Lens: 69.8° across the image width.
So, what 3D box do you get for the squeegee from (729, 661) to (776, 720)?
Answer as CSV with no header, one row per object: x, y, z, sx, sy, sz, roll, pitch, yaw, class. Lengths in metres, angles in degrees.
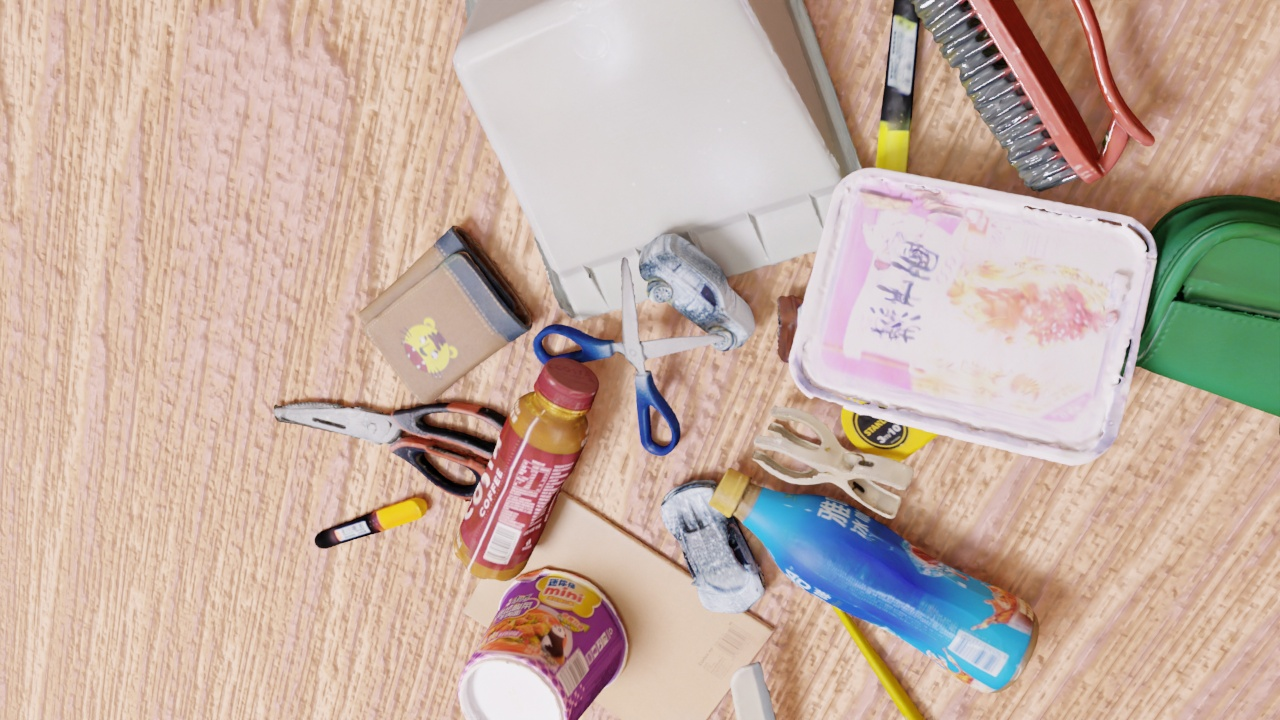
-0.002,0.332,0.724,0.247,0.039,0.247,-4,117,25,squeegee

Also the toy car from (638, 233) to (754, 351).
0.038,-0.044,0.580,0.090,0.042,0.034,38,122,-19,toy car

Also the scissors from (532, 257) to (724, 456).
-0.008,0.002,0.608,0.176,0.012,0.162,2,128,40,scissors

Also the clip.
0.124,0.066,0.595,0.101,0.034,0.076,21,147,19,clip

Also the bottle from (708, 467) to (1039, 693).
0.147,0.137,0.605,0.219,0.065,0.065,29,114,8,bottle

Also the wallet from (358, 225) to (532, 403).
-0.144,-0.031,0.665,0.115,0.033,0.090,-34,96,28,wallet

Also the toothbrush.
0.163,0.215,0.653,0.017,0.015,0.190,-33,96,29,toothbrush

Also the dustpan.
0.002,-0.187,0.575,0.223,0.142,0.258,-15,132,22,dustpan

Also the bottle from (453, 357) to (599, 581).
-0.079,0.078,0.648,0.057,0.057,0.175,31,118,7,bottle

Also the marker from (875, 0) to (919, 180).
0.150,-0.153,0.535,0.018,0.015,0.124,8,107,21,marker

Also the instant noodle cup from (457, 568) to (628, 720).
-0.077,0.229,0.680,0.112,0.099,0.112,6,109,18,instant noodle cup

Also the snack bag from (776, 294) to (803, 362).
0.138,-0.017,0.577,0.105,0.026,0.045,5,110,18,snack bag

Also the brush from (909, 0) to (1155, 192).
0.209,-0.159,0.485,0.069,0.063,0.146,-29,98,38,brush

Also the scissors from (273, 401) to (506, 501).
-0.196,0.069,0.724,0.211,0.015,0.177,-27,98,25,scissors

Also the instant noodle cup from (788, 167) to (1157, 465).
0.182,-0.024,0.520,0.173,0.060,0.138,14,85,14,instant noodle cup

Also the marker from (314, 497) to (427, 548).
-0.224,0.135,0.757,0.124,0.015,0.018,-21,98,26,marker

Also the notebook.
-0.023,0.202,0.713,0.211,0.012,0.150,32,114,6,notebook

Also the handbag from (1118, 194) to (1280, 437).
0.331,-0.021,0.494,0.131,0.067,0.120,22,121,9,handbag

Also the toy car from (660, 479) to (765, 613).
0.052,0.135,0.651,0.049,0.031,0.105,-23,100,16,toy car

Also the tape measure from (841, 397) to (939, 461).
0.159,0.035,0.584,0.057,0.028,0.060,41,135,2,tape measure
